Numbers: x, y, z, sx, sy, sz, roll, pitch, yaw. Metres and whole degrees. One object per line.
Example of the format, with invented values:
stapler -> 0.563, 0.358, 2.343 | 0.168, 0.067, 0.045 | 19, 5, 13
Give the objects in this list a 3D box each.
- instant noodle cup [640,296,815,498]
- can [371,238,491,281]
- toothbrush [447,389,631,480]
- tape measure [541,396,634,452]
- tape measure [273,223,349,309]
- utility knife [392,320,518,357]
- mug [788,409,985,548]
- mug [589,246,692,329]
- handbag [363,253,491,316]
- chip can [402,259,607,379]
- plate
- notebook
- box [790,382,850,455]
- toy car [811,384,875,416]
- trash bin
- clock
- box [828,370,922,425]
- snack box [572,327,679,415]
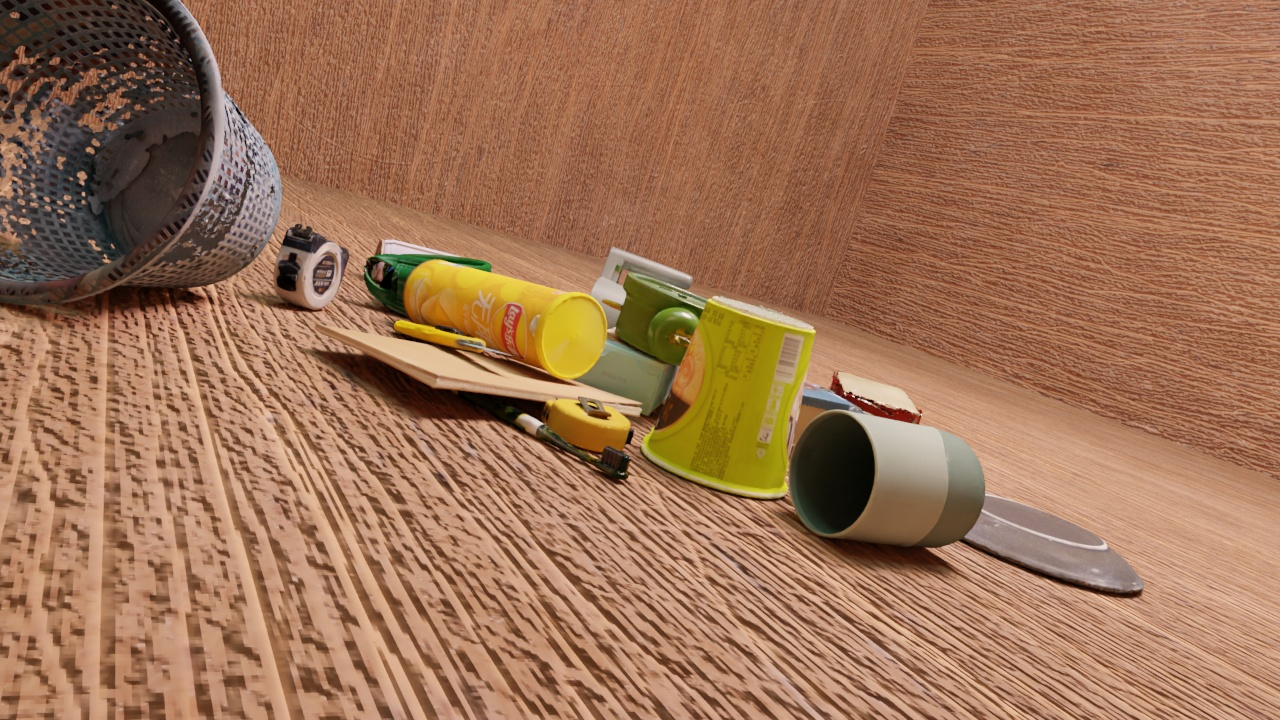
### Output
instant noodle cup -> 0.070, 0.021, 0.663 | 0.111, 0.123, 0.111 | 16, 9, -3
can -> -0.254, -0.108, 1.114 | 0.134, 0.053, 0.053 | 13, 10, -26
toothbrush -> -0.077, 0.039, 0.624 | 0.186, 0.017, 0.012 | 22, 13, 36
tape measure -> -0.035, 0.043, 0.646 | 0.060, 0.029, 0.057 | 12, 11, -29
tape measure -> -0.293, -0.080, 0.812 | 0.033, 0.066, 0.066 | 16, -8, 13
utility knife -> -0.154, -0.019, 0.754 | 0.033, 0.015, 0.215 | 9, 2, -36
mug -> 0.159, 0.077, 0.618 | 0.106, 0.082, 0.112 | 11, 8, -29
mug -> -0.005, -0.057, 1.047 | 0.103, 0.124, 0.084 | 20, -9, 4
handbag -> -0.221, -0.082, 0.963 | 0.120, 0.068, 0.131 | 15, 8, -7
chip can -> -0.125, -0.041, 0.809 | 0.072, 0.072, 0.214 | 8, 6, -46
plate -> 0.309, 0.135, 0.732 | 0.179, 0.024, 0.179 | 16, 9, -3
notebook -> -0.119, 0.008, 0.706 | 0.150, 0.012, 0.211 | 19, 4, 39
box -> 0.108, 0.036, 0.867 | 0.089, 0.061, 0.184 | 12, 11, -33
toy car -> 0.178, 0.059, 0.866 | 0.036, 0.054, 0.120 | 16, 9, -26
trash bin -> -0.366, -0.139, 0.657 | 0.226, 0.226, 0.195 | 17, -4, 3
clock -> 0.041, -0.027, 0.809 | 0.116, 0.056, 0.161 | 15, 11, -32
box -> 0.242, 0.052, 0.963 | 0.091, 0.077, 0.168 | 17, 9, 7
snack box -> -0.005, 0.005, 0.868 | 0.074, 0.052, 0.174 | 19, 9, 8
